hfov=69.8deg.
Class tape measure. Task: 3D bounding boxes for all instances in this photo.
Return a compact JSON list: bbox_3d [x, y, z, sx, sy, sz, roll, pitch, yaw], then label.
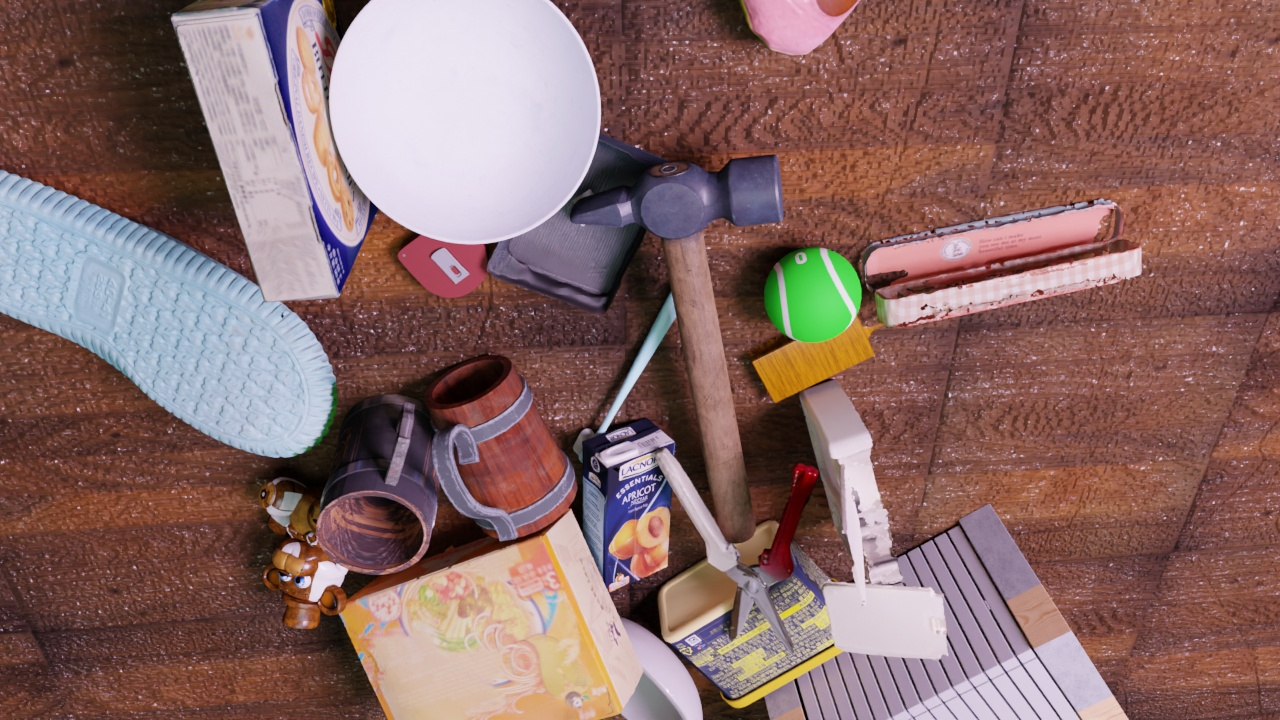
[{"bbox_3d":[-0.124,-0.070,0.611,0.059,0.019,0.051,-33,119,14],"label":"tape measure"}]

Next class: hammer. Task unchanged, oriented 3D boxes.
[{"bbox_3d":[0.046,0.013,0.638,0.129,0.040,0.322,-4,127,13],"label":"hammer"}]

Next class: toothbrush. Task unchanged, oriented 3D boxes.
[{"bbox_3d":[-0.004,0.004,0.673,0.016,0.016,0.181,7,123,-44],"label":"toothbrush"}]

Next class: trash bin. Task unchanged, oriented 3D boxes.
[{"bbox_3d":[0.246,0.272,0.791,0.247,0.142,0.142,-33,119,14],"label":"trash bin"}]

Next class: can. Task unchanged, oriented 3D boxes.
[{"bbox_3d":[0.096,0.215,0.781,0.135,0.075,0.104,-35,116,15],"label":"can"}]

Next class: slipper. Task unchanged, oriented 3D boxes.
[{"bbox_3d":[-0.313,-0.037,0.587,0.276,0.069,0.116,28,115,-5],"label":"slipper"}]

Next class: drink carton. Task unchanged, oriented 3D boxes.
[{"bbox_3d":[-0.010,0.112,0.712,0.064,0.040,0.130,-18,127,-30],"label":"drink carton"}]

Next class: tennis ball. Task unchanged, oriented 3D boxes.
[{"bbox_3d":[0.117,-0.045,0.626,0.065,0.065,0.065,-3,122,-5],"label":"tennis ball"}]

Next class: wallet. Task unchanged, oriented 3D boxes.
[{"bbox_3d":[-0.039,-0.094,0.601,0.089,0.026,0.115,20,117,-18],"label":"wallet"}]

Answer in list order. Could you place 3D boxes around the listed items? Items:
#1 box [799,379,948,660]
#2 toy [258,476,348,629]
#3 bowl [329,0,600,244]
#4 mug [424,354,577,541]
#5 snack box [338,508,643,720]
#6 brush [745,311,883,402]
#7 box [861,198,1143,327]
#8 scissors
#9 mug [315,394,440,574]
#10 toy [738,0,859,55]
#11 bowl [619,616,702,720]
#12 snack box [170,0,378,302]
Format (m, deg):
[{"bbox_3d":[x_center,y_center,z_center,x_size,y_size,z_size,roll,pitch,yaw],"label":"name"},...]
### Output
[{"bbox_3d":[0.147,0.116,0.659,0.080,0.180,0.143,-19,115,4],"label":"box"},{"bbox_3d":[-0.252,0.148,0.699,0.087,0.067,0.112,16,95,20],"label":"toy"},{"bbox_3d":[-0.101,-0.144,0.527,0.144,0.074,0.144,-4,107,-14],"label":"bowl"},{"bbox_3d":[-0.104,0.070,0.645,0.082,0.117,0.111,-12,119,17],"label":"mug"},{"bbox_3d":[-0.115,0.214,0.718,0.196,0.080,0.145,-22,94,20],"label":"snack box"},{"bbox_3d":[0.145,-0.015,0.675,0.126,0.017,0.048,-27,121,10],"label":"brush"},{"bbox_3d":[0.251,-0.068,0.635,0.187,0.057,0.067,-12,90,0],"label":"box"},{"bbox_3d":[0.074,0.133,0.677,0.179,0.015,0.199,36,130,3],"label":"scissors"},{"bbox_3d":[-0.175,0.072,0.642,0.080,0.107,0.116,15,119,-15],"label":"mug"},{"bbox_3d":[0.080,-0.231,0.515,0.110,0.051,0.090,34,111,-22],"label":"toy"},{"bbox_3d":[0.001,0.265,0.786,0.043,0.150,0.150,-42,127,-30],"label":"bowl"},{"bbox_3d":[-0.186,-0.127,0.495,0.042,0.144,0.144,-6,122,-1],"label":"snack box"}]
